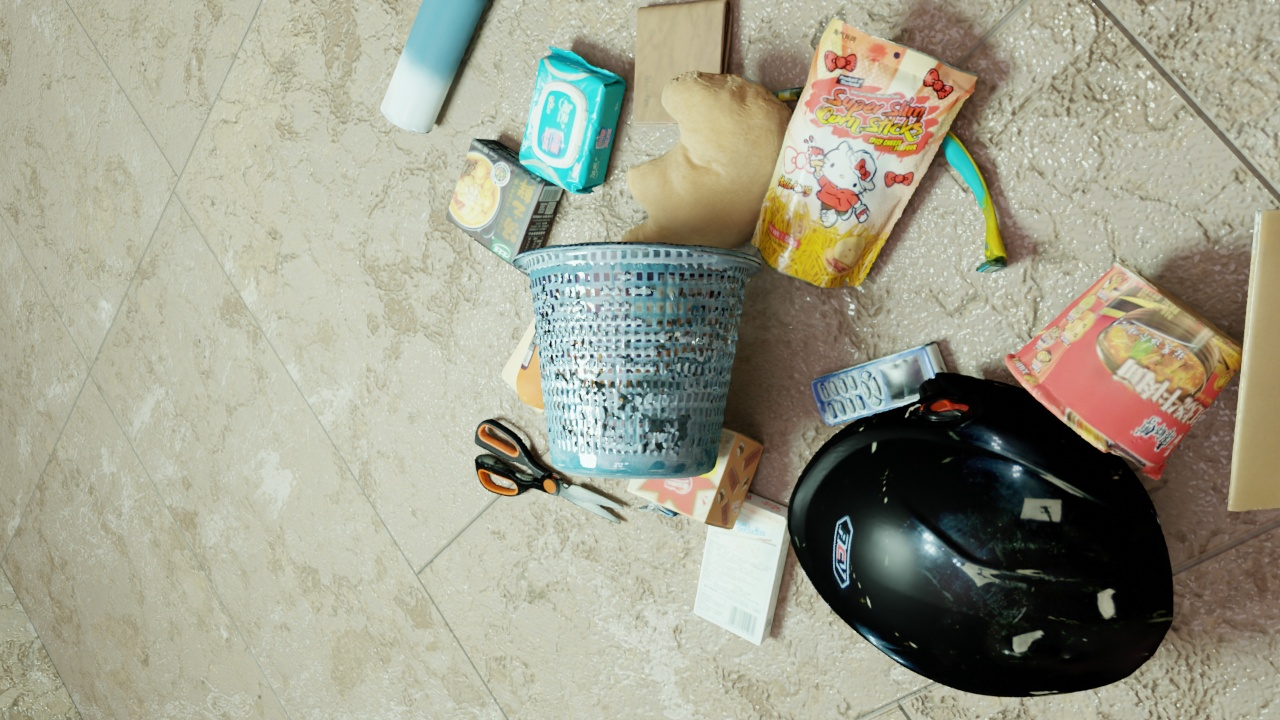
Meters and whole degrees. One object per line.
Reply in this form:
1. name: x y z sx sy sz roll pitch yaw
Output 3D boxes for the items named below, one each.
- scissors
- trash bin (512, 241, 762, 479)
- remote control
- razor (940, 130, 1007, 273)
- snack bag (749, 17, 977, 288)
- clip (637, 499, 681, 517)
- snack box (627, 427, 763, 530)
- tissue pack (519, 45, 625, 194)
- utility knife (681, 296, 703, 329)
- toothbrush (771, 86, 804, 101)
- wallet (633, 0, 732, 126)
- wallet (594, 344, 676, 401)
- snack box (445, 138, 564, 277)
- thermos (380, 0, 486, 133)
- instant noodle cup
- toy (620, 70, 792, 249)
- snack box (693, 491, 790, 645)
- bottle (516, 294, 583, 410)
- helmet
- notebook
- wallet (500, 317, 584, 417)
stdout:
1. scissors: -0.116 0.155 1.117 0.234 0.021 0.161 41 128 14
2. trash bin: -0.005 0.005 0.835 0.227 0.226 0.195 1 89 35
3. remote control: 0.219 0.023 0.842 0.125 0.024 0.049 -20 91 38
4. razor: 0.273 -0.137 0.760 0.028 0.043 0.132 -21 86 10
5. snack bag: 0.178 -0.167 0.778 0.128 0.073 0.208 24 123 6
6. clip: 0.021 0.160 1.018 0.056 0.024 0.026 14 107 38
7. snack box: 0.056 0.108 0.925 0.093 0.077 0.094 19 85 30
8. tissue pack: -0.072 -0.250 0.955 0.093 0.050 0.134 28 116 27
9. utility knife: -0.020 -0.063 0.989 0.203 0.018 0.034 12 105 33
10. toothbrush: 0.142 -0.245 0.833 0.186 0.012 0.017 4 93 34
11. wallet: 0.038 -0.284 0.882 0.101 0.020 0.115 8 99 34
12. wallet: -0.008 0.021 0.995 0.132 0.031 0.108 25 119 27
13. snack box: -0.155 -0.170 1.039 0.113 0.053 0.126 34 114 23
14. thermos: -0.223 -0.362 1.024 0.070 0.070 0.221 44 122 17
15. instant noodle cup: 0.361 0.000 0.679 0.138 0.137 0.109 42 113 19
16. toy: 0.058 -0.158 0.862 0.143 0.082 0.227 28 123 0
17. snack box: 0.108 0.215 0.969 0.085 0.026 0.157 20 113 30
18. bottle: -0.090 -0.022 1.003 0.067 0.066 0.149 23 104 28
19. helmet: 0.263 0.143 0.719 0.274 0.230 0.234 0 106 -5
20. notebook: 0.476 -0.001 0.616 0.148 0.008 0.208 -3 103 -2
21. wallet: -0.110 0.004 1.067 0.087 0.024 0.115 43 120 14
